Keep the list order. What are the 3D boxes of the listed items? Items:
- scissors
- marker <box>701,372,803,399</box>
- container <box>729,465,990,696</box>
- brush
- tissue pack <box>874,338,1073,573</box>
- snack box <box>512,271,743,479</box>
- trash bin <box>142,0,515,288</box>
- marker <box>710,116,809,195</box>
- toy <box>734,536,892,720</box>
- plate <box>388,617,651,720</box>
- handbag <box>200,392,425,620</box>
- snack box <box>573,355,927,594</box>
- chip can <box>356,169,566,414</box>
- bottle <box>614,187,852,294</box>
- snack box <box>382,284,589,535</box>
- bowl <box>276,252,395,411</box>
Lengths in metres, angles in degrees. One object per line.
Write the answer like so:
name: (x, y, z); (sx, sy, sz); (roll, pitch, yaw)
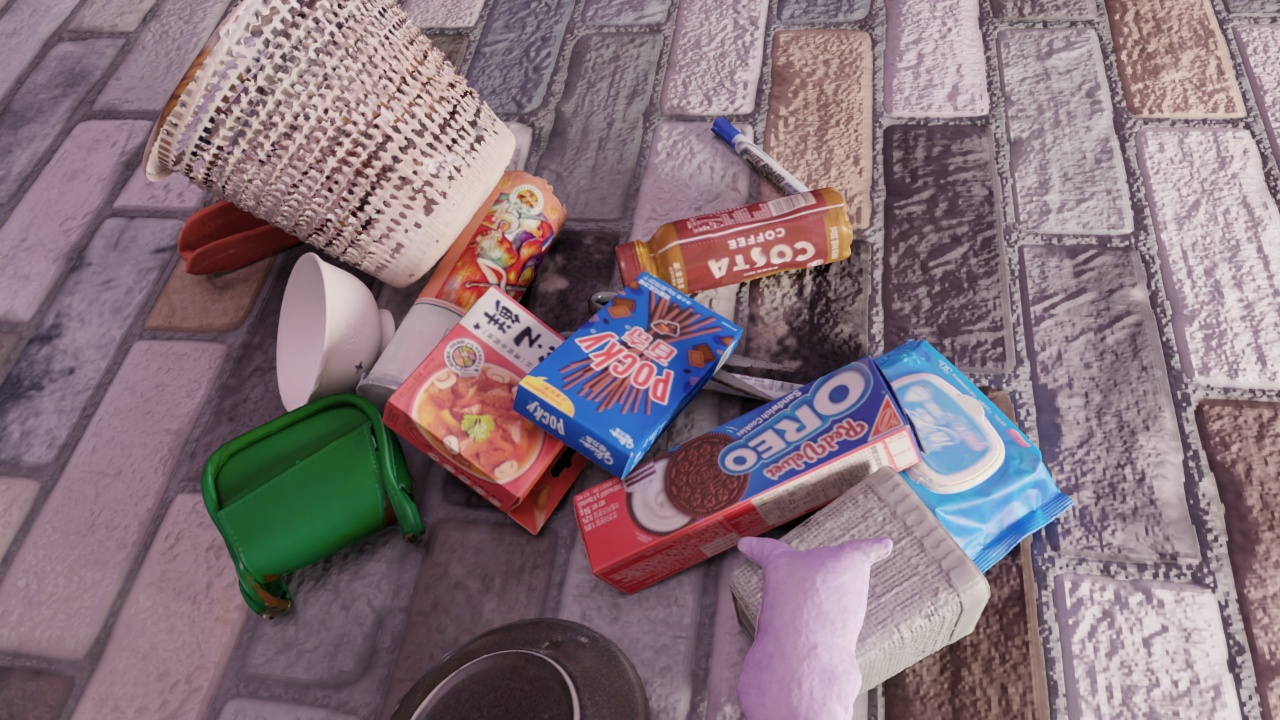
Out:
scissors: (0.016, -0.010, 0.666); (0.159, 0.014, 0.170); (-12, 39, -15)
marker: (0.061, 0.016, 0.656); (0.145, 0.017, 0.017); (10, 58, 14)
container: (0.118, 0.137, 0.522); (0.114, 0.090, 0.090); (-30, 56, -8)
brush: (-0.318, -0.117, 0.775); (0.145, 0.063, 0.069); (-25, 43, -8)
tissue pack: (0.188, 0.057, 0.586); (0.095, 0.052, 0.157); (-29, 56, -11)
snack box: (-0.004, 0.004, 0.604); (0.084, 0.026, 0.156); (32, 44, 13)
trash bin: (-0.209, -0.166, 0.678); (0.192, 0.228, 0.226); (37, 59, -19)
marker: (0.109, -0.161, 0.771); (0.017, 0.017, 0.145); (-32, 57, -14)
toy: (0.079, 0.137, 0.457); (0.084, 0.039, 0.107); (-4, 61, 32)
plate: (-0.081, 0.213, 0.498); (0.180, 0.024, 0.179); (-18, 36, 14)
handbag: (-0.218, 0.095, 0.618); (0.131, 0.068, 0.120); (-25, 63, -10)
snack box: (0.065, 0.073, 0.560); (0.208, 0.058, 0.057); (-26, 54, 10)
chip can: (-0.129, -0.047, 0.694); (0.071, 0.071, 0.214); (14, 58, 17)
bottle: (0.069, -0.087, 0.700); (0.175, 0.057, 0.057); (-12, 55, 0)
snack box: (-0.084, 0.031, 0.610); (0.127, 0.044, 0.113); (37, 58, -3)
bowl: (-0.222, -0.017, 0.683); (0.064, 0.119, 0.118); (5, 45, -36)
